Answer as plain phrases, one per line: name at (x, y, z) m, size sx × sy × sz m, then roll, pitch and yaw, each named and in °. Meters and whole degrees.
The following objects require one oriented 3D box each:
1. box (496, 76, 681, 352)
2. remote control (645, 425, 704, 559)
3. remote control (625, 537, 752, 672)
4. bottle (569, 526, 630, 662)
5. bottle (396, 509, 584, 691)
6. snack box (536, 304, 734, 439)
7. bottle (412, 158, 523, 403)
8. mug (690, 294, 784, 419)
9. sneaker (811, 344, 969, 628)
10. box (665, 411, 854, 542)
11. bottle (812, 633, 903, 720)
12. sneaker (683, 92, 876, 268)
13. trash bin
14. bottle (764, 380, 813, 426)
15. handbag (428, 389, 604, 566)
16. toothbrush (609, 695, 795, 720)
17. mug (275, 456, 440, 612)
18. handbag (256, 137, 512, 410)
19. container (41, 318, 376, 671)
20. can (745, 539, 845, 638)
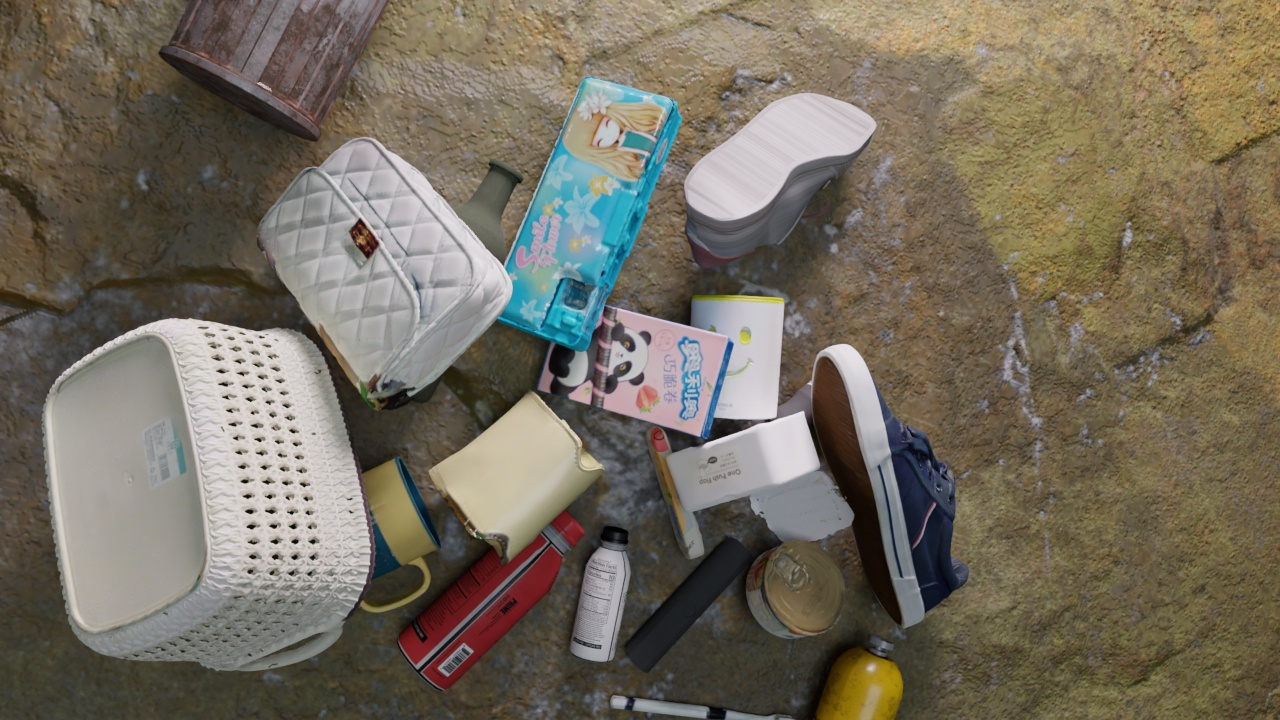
box at (-0.048, -0.127, 0.781) m, size 0.094 × 0.039 × 0.226 m, roll 20°, pitch 85°, yaw 19°
remote control at (0.031, 0.120, 0.833) m, size 0.018 × 0.038 × 0.125 m, roll -20°, pitch 97°, yaw -12°
remote control at (0.046, 0.226, 0.853) m, size 0.146 × 0.015 × 0.033 m, roll -45°, pitch 102°, yaw -9°
bottle at (-0.033, 0.206, 0.818) m, size 0.041 × 0.041 × 0.116 m, roll 12°, pitch 89°, yaw -15°
bottle at (-0.122, 0.196, 0.783) m, size 0.176 × 0.062 × 0.062 m, roll -43°, pitch 102°, yaw -10°
snack box at (-0.005, 0.005, 0.783) m, size 0.154 × 0.033 × 0.088 m, roll 16°, pitch 88°, yaw 18°
bottle at (-0.159, -0.069, 0.758) m, size 0.071 × 0.071 × 0.206 m, roll 29°, pitch 85°, yaw -14°
mug at (0.084, -0.004, 0.820) m, size 0.082 × 0.082 × 0.106 m, roll 2°, pitch 92°, yaw -15°
sneaker at (0.244, 0.101, 0.839) m, size 0.127 × 0.120 × 0.295 m, roll -26°, pitch 114°, yaw -6°
box at (0.113, 0.103, 0.821) m, size 0.189 × 0.112 × 0.101 m, roll 22°, pitch 55°, yaw -47°
bottle at (0.202, 0.343, 0.873) m, size 0.071 × 0.071 × 0.163 m, roll 21°, pitch 87°, yaw -15°
sneaker at (0.121, -0.158, 0.832) m, size 0.235 × 0.090 × 0.099 m, roll -36°, pitch 66°, yaw -30°
trash bin at (-0.254, -0.291, 0.694) m, size 0.130 × 0.131 × 0.211 m, roll 27°, pitch 87°, yaw -15°
bottle at (0.169, 0.036, 0.867) m, size 0.109 × 0.036 × 0.036 m, roll -35°, pitch 100°, yaw -11°
handbag at (-0.101, 0.099, 0.759) m, size 0.119 × 0.111 × 0.081 m, roll -40°, pitch 122°, yaw -9°
toothbrush at (0.061, 0.330, 0.860) m, size 0.186 × 0.017 × 0.012 m, roll 12°, pitch 69°, yaw -15°
mug at (-0.221, 0.151, 0.745) m, size 0.107 × 0.083 × 0.113 m, roll -26°, pitch 104°, yaw -13°
handbag at (-0.201, -0.073, 0.693) m, size 0.139 × 0.072 × 0.195 m, roll -45°, pitch 64°, yaw 3°
container at (-0.303, 0.089, 0.641) m, size 0.185 × 0.143 × 0.251 m, roll -24°, pitch 71°, yaw 12°
can at (0.143, 0.212, 0.849) m, size 0.086 × 0.043 × 0.086 m, roll 8°, pitch 66°, yaw -19°
